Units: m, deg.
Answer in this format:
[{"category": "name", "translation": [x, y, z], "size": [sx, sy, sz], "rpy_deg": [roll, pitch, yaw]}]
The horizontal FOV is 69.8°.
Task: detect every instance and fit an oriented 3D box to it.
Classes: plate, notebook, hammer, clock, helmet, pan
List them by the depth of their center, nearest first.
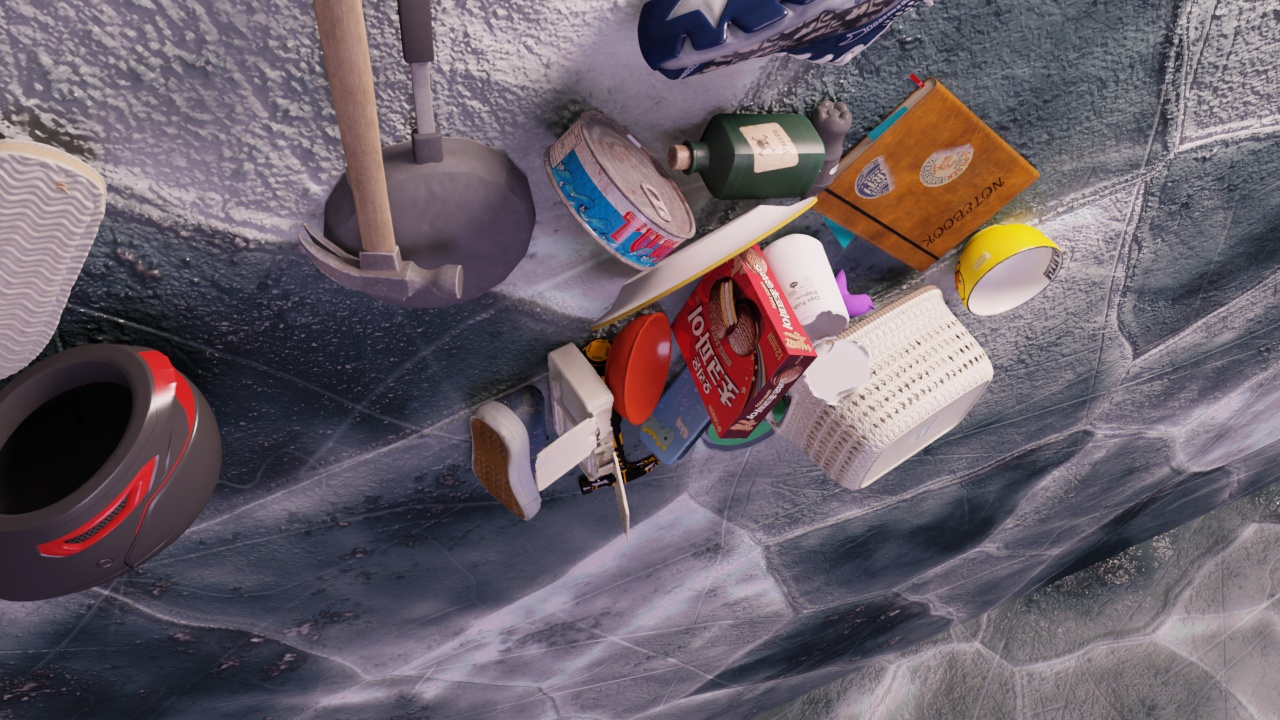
[{"category": "hammer", "translation": [-0.196, -0.174, 0.630], "size": [0.119, 0.030, 0.332], "rpy_deg": [3, 134, -1]}, {"category": "pan", "translation": [-0.163, -0.159, 0.702], "size": [0.178, 0.041, 0.358], "rpy_deg": [-11, 144, -16]}, {"category": "helmet", "translation": [-0.466, 0.102, 0.790], "size": [0.264, 0.164, 0.170], "rpy_deg": [-33, 157, -1]}, {"category": "plate", "translation": [0.051, -0.094, 0.819], "size": [0.230, 0.021, 0.229], "rpy_deg": [-30, -173, 4]}, {"category": "notebook", "translation": [0.284, -0.177, 0.945], "size": [0.249, 0.014, 0.179], "rpy_deg": [18, 130, -43]}, {"category": "hammer", "translation": [-0.030, 0.072, 1.104], "size": [0.123, 0.036, 0.321], "rpy_deg": [-19, 148, -8]}, {"category": "clock", "translation": [0.133, 0.067, 1.143], "size": [0.122, 0.075, 0.161], "rpy_deg": [-31, 144, 13]}]

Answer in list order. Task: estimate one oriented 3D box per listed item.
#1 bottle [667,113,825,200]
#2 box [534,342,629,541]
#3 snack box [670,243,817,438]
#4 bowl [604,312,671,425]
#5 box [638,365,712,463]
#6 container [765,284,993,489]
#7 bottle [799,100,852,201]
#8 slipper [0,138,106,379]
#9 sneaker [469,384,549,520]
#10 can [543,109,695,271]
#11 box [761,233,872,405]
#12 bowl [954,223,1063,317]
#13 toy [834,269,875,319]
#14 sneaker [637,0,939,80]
[{"category": "bottle", "translation": [0.087, -0.177, 0.796], "size": [0.131, 0.061, 0.061], "rpy_deg": [-6, 145, -22]}, {"category": "box", "translation": [-0.070, 0.088, 0.971], "size": [0.095, 0.185, 0.146], "rpy_deg": [-8, 137, -7]}, {"category": "snack box", "translation": [0.100, -0.021, 0.937], "size": [0.035, 0.152, 0.133], "rpy_deg": [3, 139, -32]}, {"category": "bowl", "translation": [-0.006, 0.006, 0.976], "size": [0.035, 0.121, 0.122], "rpy_deg": [13, 152, 21]}, {"category": "box", "translation": [0.070, 0.033, 1.050], "size": [0.049, 0.066, 0.210], "rpy_deg": [7, 129, -43]}, {"category": "container", "translation": [0.279, 0.034, 1.060], "size": [0.245, 0.143, 0.185], "rpy_deg": [-29, 154, -22]}, {"category": "bottle", "translation": [0.166, -0.187, 0.847], "size": [0.036, 0.036, 0.110], "rpy_deg": [-12, 145, -14]}, {"category": "slipper", "translation": [-0.468, -0.069, 0.654], "size": [0.264, 0.052, 0.115], "rpy_deg": [-38, 141, 29]}, {"category": "sneaker", "translation": [-0.143, 0.104, 1.064], "size": [0.079, 0.087, 0.236], "rpy_deg": [-45, 158, -27]}, {"category": "can", "translation": [-0.015, -0.136, 0.736], "size": [0.044, 0.129, 0.130], "rpy_deg": [-39, 142, 23]}, {"category": "box", "translation": [0.180, -0.042, 0.948], "size": [0.084, 0.162, 0.112], "rpy_deg": [-20, 153, 11]}, {"category": "bowl", "translation": [0.414, -0.113, 1.056], "size": [0.117, 0.067, 0.117], "rpy_deg": [-14, 145, -10]}, {"category": "toy", "translation": [0.204, -0.059, 1.027], "size": [0.088, 0.056, 0.106], "rpy_deg": [-26, 180, -3]}, {"category": "sneaker", "translation": [0.131, -0.263, 0.681], "size": [0.269, 0.103, 0.132], "rpy_deg": [-26, 152, 1]}]
